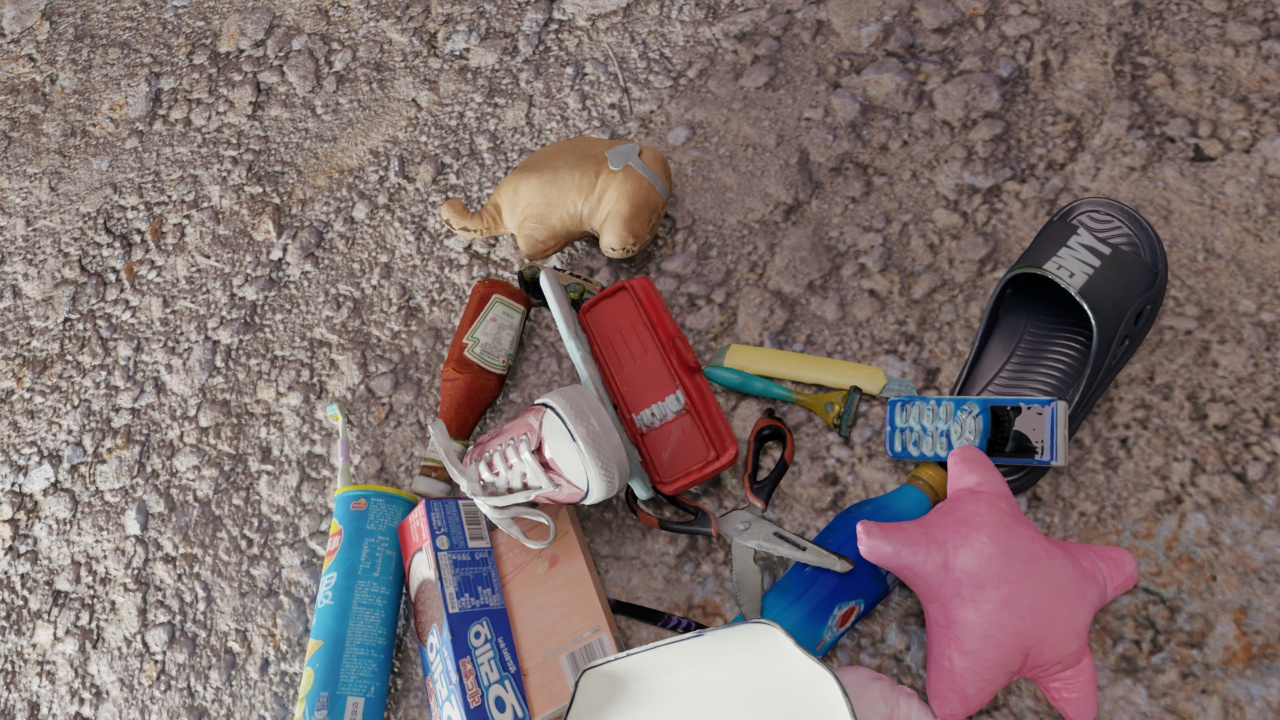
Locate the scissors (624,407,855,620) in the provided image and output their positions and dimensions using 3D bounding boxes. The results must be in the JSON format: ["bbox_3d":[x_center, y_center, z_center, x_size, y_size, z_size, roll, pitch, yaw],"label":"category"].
[{"bbox_3d":[0.068,0.116,0.697,0.189,0.015,0.224,-12,36,22],"label":"scissors"}]

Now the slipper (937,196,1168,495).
[{"bbox_3d":[0.313,-0.022,0.693,0.111,0.083,0.267,28,77,28],"label":"slipper"}]

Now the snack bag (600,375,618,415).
[{"bbox_3d":[-0.021,0.003,0.817,0.045,0.026,0.105,-5,64,14],"label":"snack bag"}]

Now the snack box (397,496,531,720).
[{"bbox_3d":[-0.137,0.210,0.712,0.058,0.057,0.207,-43,55,39],"label":"snack box"}]

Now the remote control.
[{"bbox_3d":[0.242,0.051,0.667,0.125,0.024,0.049,0,82,32],"label":"remote control"}]

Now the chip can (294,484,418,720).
[{"bbox_3d":[-0.232,0.212,0.751,0.071,0.071,0.209,-5,63,15],"label":"chip can"}]

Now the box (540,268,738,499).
[{"bbox_3d":[-0.003,0.004,0.735,0.095,0.100,0.201,-27,58,2],"label":"box"}]

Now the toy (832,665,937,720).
[{"bbox_3d":[0.140,0.286,0.603,0.121,0.054,0.159,25,73,19],"label":"toy"}]

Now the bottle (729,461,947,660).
[{"bbox_3d":[0.145,0.153,0.658,0.218,0.065,0.065,-41,59,-17],"label":"bottle"}]

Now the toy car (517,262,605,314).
[{"bbox_3d":[-0.074,-0.065,0.860,0.090,0.042,0.035,20,49,20],"label":"toy car"}]

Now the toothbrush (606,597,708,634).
[{"bbox_3d":[0.020,0.201,0.709,0.189,0.017,0.014,9,68,23],"label":"toothbrush"}]

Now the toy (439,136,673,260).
[{"bbox_3d":[-0.079,-0.157,0.886,0.226,0.082,0.143,1,51,21],"label":"toy"}]

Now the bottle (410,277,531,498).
[{"bbox_3d":[-0.156,0.027,0.831,0.060,0.060,0.205,10,72,22],"label":"bottle"}]

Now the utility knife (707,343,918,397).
[{"bbox_3d":[0.143,0.009,0.766,0.179,0.019,0.031,9,71,28],"label":"utility knife"}]

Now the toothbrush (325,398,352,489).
[{"bbox_3d":[-0.274,0.123,0.840,0.020,0.029,0.189,2,58,-28],"label":"toothbrush"}]

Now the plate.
[{"bbox_3d":[0.043,0.260,0.592,0.267,0.034,0.162,-31,64,40],"label":"plate"}]

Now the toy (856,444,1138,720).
[{"bbox_3d":[0.229,0.158,0.614,0.194,0.075,0.178,33,71,0],"label":"toy"}]

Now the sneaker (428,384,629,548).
[{"bbox_3d":[-0.092,0.081,0.692,0.087,0.242,0.118,-27,94,-30],"label":"sneaker"}]

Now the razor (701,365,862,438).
[{"bbox_3d":[0.113,0.026,0.759,0.133,0.028,0.043,15,92,17],"label":"razor"}]

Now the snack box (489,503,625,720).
[{"bbox_3d":[-0.070,0.195,0.729,0.084,0.026,0.157,-30,58,9],"label":"snack box"}]
